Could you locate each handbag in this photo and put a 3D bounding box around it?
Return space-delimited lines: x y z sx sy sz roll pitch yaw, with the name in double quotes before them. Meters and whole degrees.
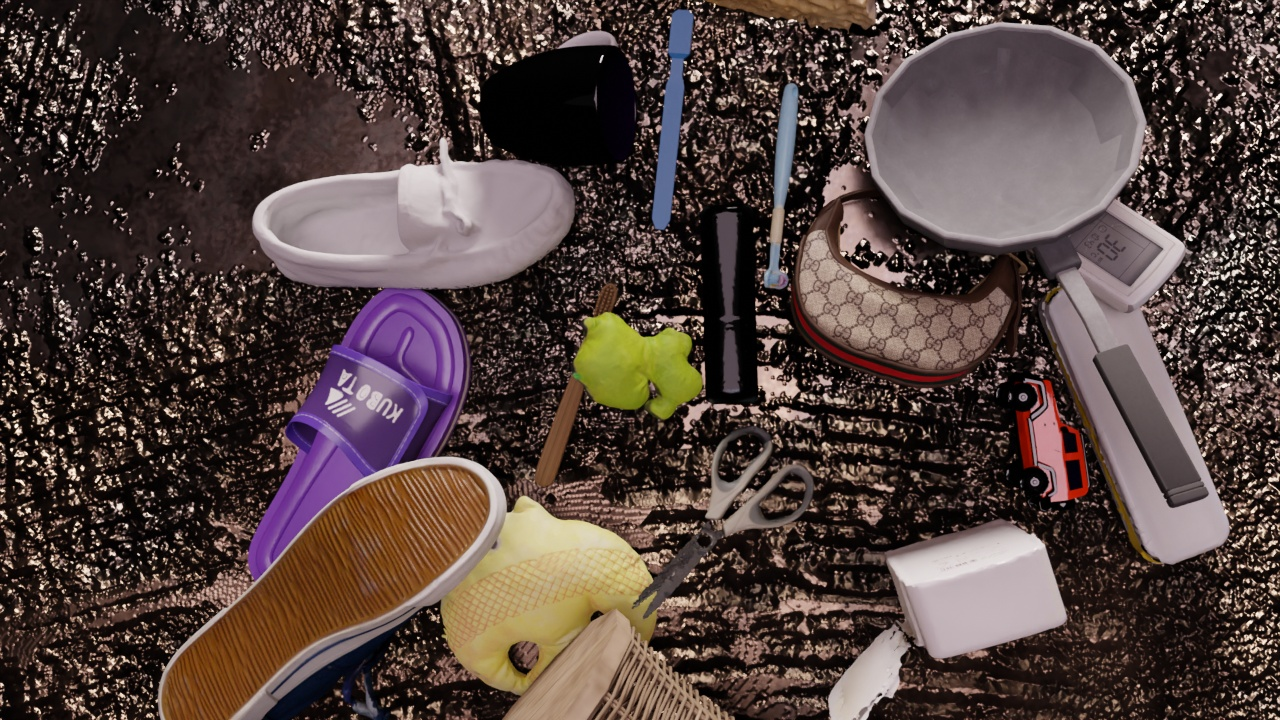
"handbag" 0.195 -0.056 0.663 0.166 0.063 0.138 18 82 8

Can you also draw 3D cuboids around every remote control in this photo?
"remote control" 0.067 -0.043 0.695 0.041 0.020 0.152 -2 88 6
"remote control" 0.305 -0.093 0.646 0.138 0.025 0.060 42 85 21

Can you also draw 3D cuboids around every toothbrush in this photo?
"toothbrush" 0.107 -0.132 0.693 0.022 0.016 0.155 4 91 -25
"toothbrush" -0.050 0.019 0.711 0.016 0.016 0.167 20 92 7
"toothbrush" 0.024 -0.184 0.707 0.016 0.014 0.166 7 94 7

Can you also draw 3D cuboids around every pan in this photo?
"pan" 0.271 -0.073 0.604 0.179 0.041 0.356 -20 65 8

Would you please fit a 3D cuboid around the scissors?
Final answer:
"scissors" 0.065 0.128 0.674 0.132 0.013 0.169 14 73 0

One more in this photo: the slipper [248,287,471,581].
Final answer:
"slipper" -0.223 0.070 0.696 0.107 0.084 0.266 29 93 6

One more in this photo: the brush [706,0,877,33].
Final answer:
"brush" 0.043 -0.301 0.668 0.271 0.083 0.056 16 90 6

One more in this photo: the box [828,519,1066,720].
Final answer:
"box" 0.194 0.176 0.634 0.190 0.110 0.083 -35 85 7

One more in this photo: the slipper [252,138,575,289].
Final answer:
"slipper" -0.172 -0.110 0.695 0.247 0.074 0.112 -5 85 7

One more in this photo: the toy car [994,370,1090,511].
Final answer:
"toy car" 0.285 0.056 0.651 0.049 0.051 0.100 -8 89 9

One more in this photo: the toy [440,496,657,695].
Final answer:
"toy" -0.075 0.178 0.691 0.171 0.064 0.155 -19 101 11

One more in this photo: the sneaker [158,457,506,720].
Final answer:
"sneaker" -0.202 0.185 0.680 0.295 0.127 0.120 -39 65 8

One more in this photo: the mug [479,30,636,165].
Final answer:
"mug" -0.060 -0.202 0.689 0.100 0.085 0.118 2 59 19

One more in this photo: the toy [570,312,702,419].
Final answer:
"toy" -0.004 0.004 0.692 0.093 0.036 0.094 -20 99 -7

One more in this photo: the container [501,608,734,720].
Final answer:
"container" -0.002 0.298 0.585 0.196 0.227 0.227 41 94 0

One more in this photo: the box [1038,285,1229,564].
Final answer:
"box" 0.349 0.040 0.655 0.064 0.033 0.209 -21 87 3
